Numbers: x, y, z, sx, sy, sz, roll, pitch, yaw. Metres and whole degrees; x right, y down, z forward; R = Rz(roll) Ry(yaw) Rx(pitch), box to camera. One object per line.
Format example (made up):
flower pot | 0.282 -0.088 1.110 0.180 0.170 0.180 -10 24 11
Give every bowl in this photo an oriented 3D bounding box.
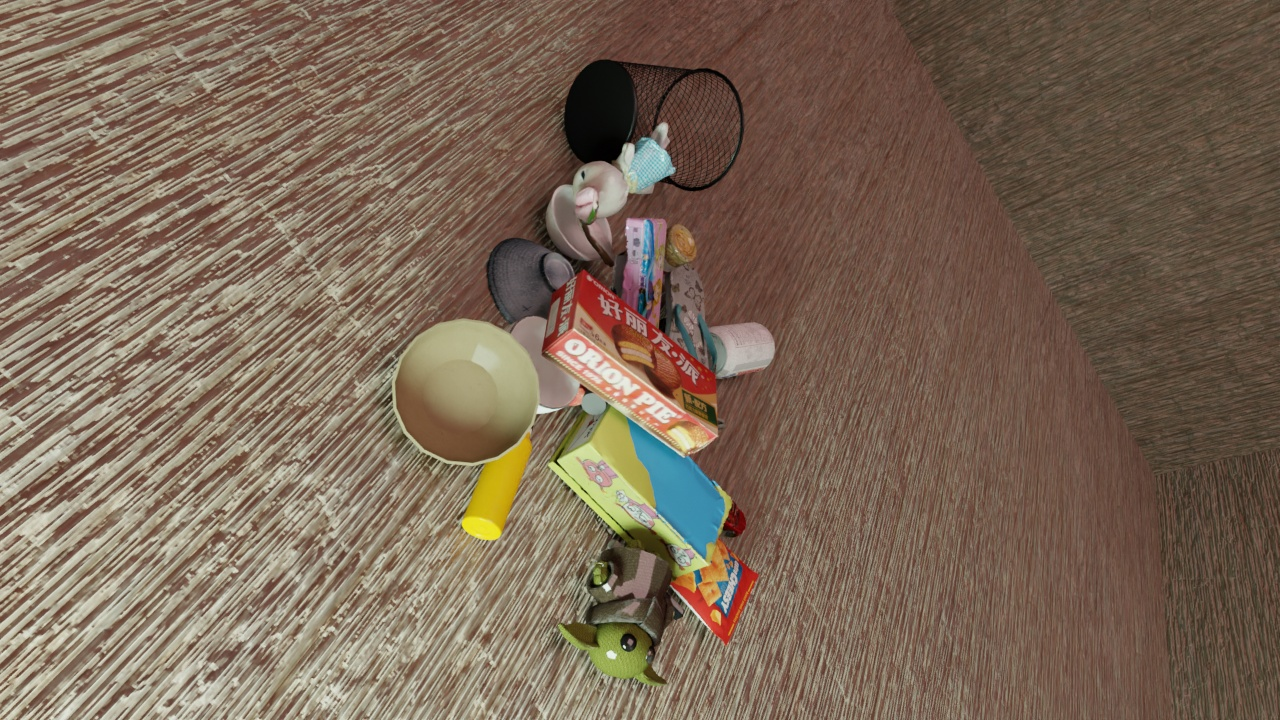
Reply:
bowl | -0.130 0.011 1.062 0.113 0.063 0.113 27 52 -40
bowl | -0.091 -0.176 1.224 0.110 0.041 0.109 29 49 -39
bowl | -0.119 -0.099 1.138 0.137 0.057 0.136 26 53 -41
bowl | -0.186 0.036 0.965 0.152 0.051 0.152 3 81 -20

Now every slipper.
slipper | 0.075 -0.026 1.276 0.098 0.055 0.268 31 50 -38

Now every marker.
marker | 0.007 0.270 1.132 0.140 0.016 0.016 50 41 -21

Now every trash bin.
trash bin | 0.014 -0.347 1.339 0.209 0.185 0.184 -5 76 -45

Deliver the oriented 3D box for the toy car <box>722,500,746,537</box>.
toy car | 0.116 0.212 1.282 0.091 0.036 0.042 43 42 -36

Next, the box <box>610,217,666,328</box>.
box | -0.008 -0.071 1.198 0.084 0.053 0.230 -25 121 -68

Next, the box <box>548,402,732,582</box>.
box | 0.006 0.153 1.126 0.221 0.081 0.124 47 40 -17

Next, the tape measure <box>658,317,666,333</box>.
tape measure | 0.035 -0.017 1.298 0.064 0.037 0.065 52 42 -18

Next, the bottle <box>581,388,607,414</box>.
bottle | -0.046 0.025 1.124 0.030 0.030 0.112 53 25 -17

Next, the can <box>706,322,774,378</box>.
can | 0.139 -0.016 1.390 0.135 0.078 0.078 -9 78 -52

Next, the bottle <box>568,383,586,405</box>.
bottle | -0.081 0.003 1.144 0.044 0.044 0.108 37 45 -33

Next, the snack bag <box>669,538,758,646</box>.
snack bag | 0.087 0.277 1.204 0.144 0.039 0.130 49 40 -9

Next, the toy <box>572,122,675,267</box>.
toy | -0.032 -0.243 1.201 0.205 0.106 0.131 -55 157 -19

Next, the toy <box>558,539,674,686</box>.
toy | -0.012 0.284 1.049 0.179 0.078 0.152 40 47 -34

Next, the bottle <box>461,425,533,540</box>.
bottle | -0.150 0.122 0.997 0.043 0.043 0.143 43 43 -28

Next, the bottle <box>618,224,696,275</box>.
bottle | 0.022 -0.146 1.293 0.056 0.105 0.056 26 53 -41

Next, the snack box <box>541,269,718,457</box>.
snack box | -0.007 0.006 1.096 0.236 0.060 0.113 38 33 -26

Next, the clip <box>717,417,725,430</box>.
clip | 0.095 0.091 1.328 0.076 0.023 0.059 12 64 -45
